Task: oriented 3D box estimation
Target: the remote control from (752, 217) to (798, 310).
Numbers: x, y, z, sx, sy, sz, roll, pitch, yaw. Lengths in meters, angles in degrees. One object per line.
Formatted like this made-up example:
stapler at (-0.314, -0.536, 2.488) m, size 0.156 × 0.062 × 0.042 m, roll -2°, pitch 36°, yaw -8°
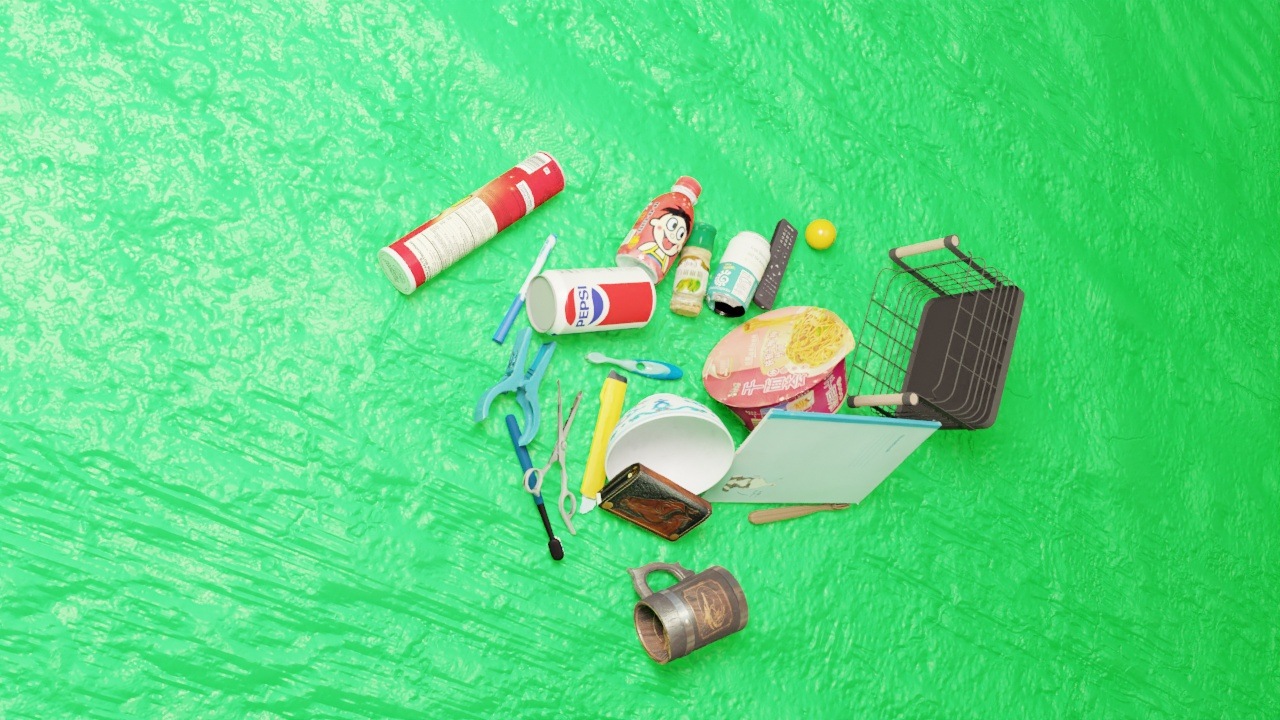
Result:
remote control at (0.171, -0.123, 1.175) m, size 0.032 × 0.015 × 0.136 m, roll 38°, pitch 58°, yaw -24°

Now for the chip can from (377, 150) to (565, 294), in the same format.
chip can at (-0.171, -0.147, 0.955) m, size 0.214 × 0.052 × 0.052 m, roll -40°, pitch 107°, yaw -28°

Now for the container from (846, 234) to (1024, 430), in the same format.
container at (0.388, -0.026, 1.230) m, size 0.130 × 0.163 × 0.241 m, roll 28°, pitch 72°, yaw -27°

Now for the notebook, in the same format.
notebook at (0.216, 0.122, 1.107) m, size 0.253 × 0.182 × 0.009 m, roll 5°, pitch 48°, yaw -27°

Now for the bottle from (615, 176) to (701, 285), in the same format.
bottle at (0.028, -0.157, 1.075) m, size 0.062 × 0.062 × 0.137 m, roll 40°, pitch 68°, yaw -23°

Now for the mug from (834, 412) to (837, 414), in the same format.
mug at (0.205, 0.069, 1.155) m, size 0.076 × 0.075 × 0.112 m, roll 19°, pitch 88°, yaw -30°

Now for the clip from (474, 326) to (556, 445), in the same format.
clip at (-0.144, 0.023, 0.963) m, size 0.121 × 0.031 × 0.130 m, roll 7°, pitch 75°, yaw -34°

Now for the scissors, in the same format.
scissors at (-0.083, 0.108, 1.003) m, size 0.141 × 0.014 × 0.162 m, roll -53°, pitch 132°, yaw -46°

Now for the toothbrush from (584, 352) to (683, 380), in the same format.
toothbrush at (-0.006, 0.006, 1.069) m, size 0.135 × 0.017 × 0.022 m, roll 11°, pitch 80°, yaw -34°

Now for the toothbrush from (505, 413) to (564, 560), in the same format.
toothbrush at (-0.114, 0.137, 0.988) m, size 0.014 × 0.014 × 0.167 m, roll -19°, pitch 94°, yaw 2°

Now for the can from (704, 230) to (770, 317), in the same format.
can at (0.121, -0.106, 1.133) m, size 0.055 × 0.055 × 0.101 m, roll 35°, pitch 69°, yaw -25°

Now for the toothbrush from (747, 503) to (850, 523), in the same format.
toothbrush at (0.207, 0.194, 1.186) m, size 0.166 × 0.016 × 0.016 m, roll -2°, pitch 85°, yaw -32°

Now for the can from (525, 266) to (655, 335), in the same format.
can at (-0.053, -0.066, 1.007) m, size 0.131 × 0.070 × 0.070 m, roll -7°, pitch 89°, yaw -36°

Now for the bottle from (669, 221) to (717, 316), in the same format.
bottle at (0.062, -0.110, 1.105) m, size 0.043 × 0.043 × 0.111 m, roll 17°, pitch 78°, yaw -30°

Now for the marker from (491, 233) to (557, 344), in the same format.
marker at (-0.125, -0.080, 1.002) m, size 0.013 × 0.013 × 0.141 m, roll 35°, pitch 69°, yaw -25°

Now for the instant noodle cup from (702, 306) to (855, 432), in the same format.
instant noodle cup at (0.171, 0.020, 1.097) m, size 0.178 × 0.179 × 0.078 m, roll -46°, pitch 126°, yaw -26°

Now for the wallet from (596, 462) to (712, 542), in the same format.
wallet at (0.017, 0.161, 1.035) m, size 0.123 × 0.072 × 0.019 m, roll 32°, pitch 32°, yaw -33°

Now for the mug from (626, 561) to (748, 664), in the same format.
mug at (0.049, 0.275, 1.053) m, size 0.107 × 0.080 × 0.115 m, roll -15°, pitch 66°, yaw -31°

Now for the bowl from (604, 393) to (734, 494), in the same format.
bowl at (0.028, 0.086, 1.034) m, size 0.144 × 0.144 × 0.074 m, roll 24°, pitch 34°, yaw -28°

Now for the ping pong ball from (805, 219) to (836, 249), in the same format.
ping pong ball at (0.240, -0.168, 1.221) m, size 0.040 × 0.040 × 0.040 m, roll 3°, pitch 84°, yaw -32°

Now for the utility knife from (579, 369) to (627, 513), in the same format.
utility knife at (-0.044, 0.092, 1.036) m, size 0.030 × 0.017 × 0.164 m, roll 18°, pitch 76°, yaw -25°
